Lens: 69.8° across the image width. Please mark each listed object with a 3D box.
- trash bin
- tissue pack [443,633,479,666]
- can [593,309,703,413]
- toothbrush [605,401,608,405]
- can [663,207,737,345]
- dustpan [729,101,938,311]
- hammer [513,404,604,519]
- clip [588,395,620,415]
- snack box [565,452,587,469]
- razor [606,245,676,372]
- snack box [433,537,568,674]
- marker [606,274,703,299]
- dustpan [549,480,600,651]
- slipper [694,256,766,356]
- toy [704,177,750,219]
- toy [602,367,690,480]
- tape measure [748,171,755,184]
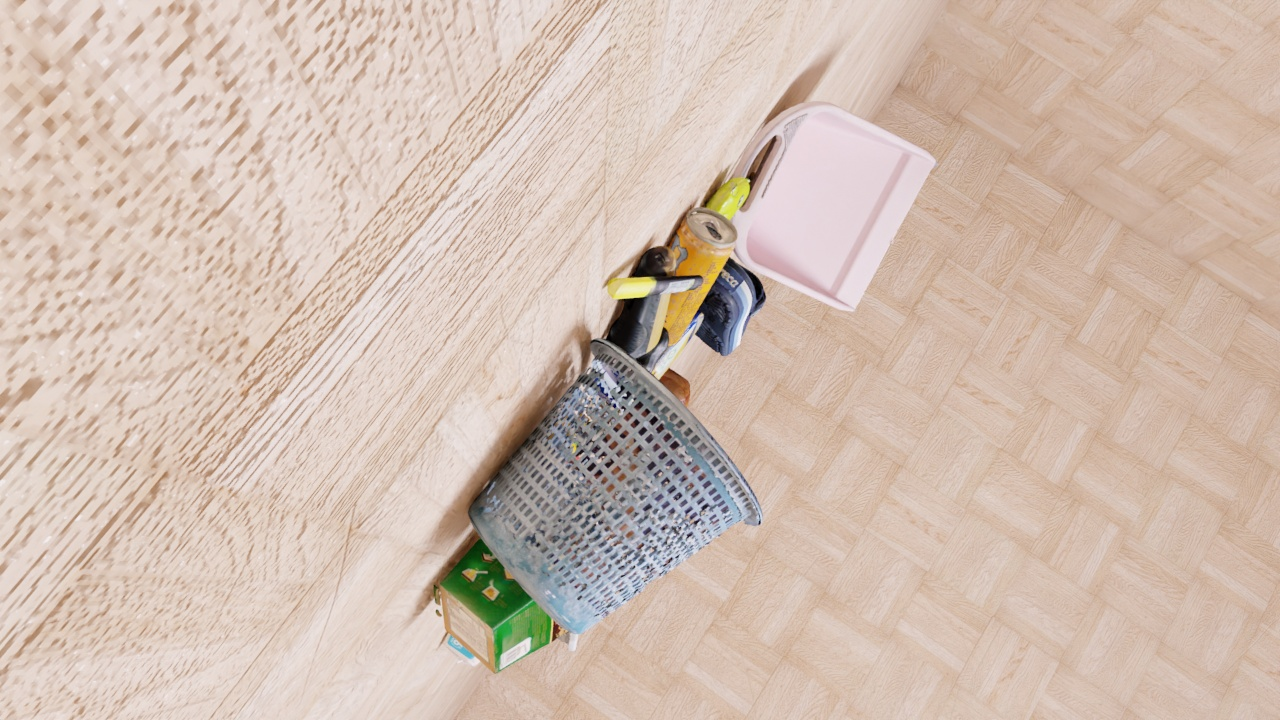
[{"bbox_3d":[-0.037,0.125,0.825,0.195,0.226,0.227,-41,171,-11],"label":"trash bin"},{"bbox_3d":[-0.209,0.350,1.262,0.140,0.063,0.089,-60,174,34],"label":"tissue pack"},{"bbox_3d":[0.007,-0.010,1.029,0.148,0.049,0.074,-50,167,-7],"label":"can"},{"bbox_3d":[-0.007,0.007,1.150,0.012,0.017,0.186,-28,163,-39],"label":"toothbrush"},{"bbox_3d":[0.043,-0.082,0.933,0.058,0.058,0.146,-49,171,-49],"label":"can"},{"bbox_3d":[0.219,-0.178,1.079,0.138,0.273,0.223,-112,-137,-70],"label":"dustpan"},{"bbox_3d":[-0.085,0.100,1.044,0.129,0.033,0.300,-55,174,7],"label":"hammer"},{"bbox_3d":[-0.032,0.033,1.093,0.094,0.035,0.103,-51,169,-47],"label":"clip"},{"bbox_3d":[-0.124,0.192,1.261,0.153,0.025,0.075,-55,175,1],"label":"snack box"},{"bbox_3d":[0.007,-0.048,0.876,0.067,0.062,0.168,-18,152,-22],"label":"razor"},{"bbox_3d":[-0.136,0.244,0.930,0.105,0.117,0.118,-36,143,-37],"label":"snack box"},{"bbox_3d":[0.015,-0.066,0.793,0.123,0.015,0.018,-10,141,-50],"label":"marker"},{"bbox_3d":[-0.076,0.300,1.309,0.259,0.142,0.222,-30,-138,49],"label":"dustpan"},{"bbox_3d":[0.097,-0.082,1.101,0.095,0.105,0.253,-44,170,-7],"label":"slipper"},{"bbox_3d":[0.079,-0.153,0.973,0.100,0.031,0.096,-52,178,1],"label":"toy"},{"bbox_3d":[-0.001,0.097,1.321,0.139,0.130,0.200,-47,148,-48],"label":"toy"},{"bbox_3d":[0.144,-0.216,1.162,0.059,0.029,0.057,-49,172,-48],"label":"tape measure"}]
